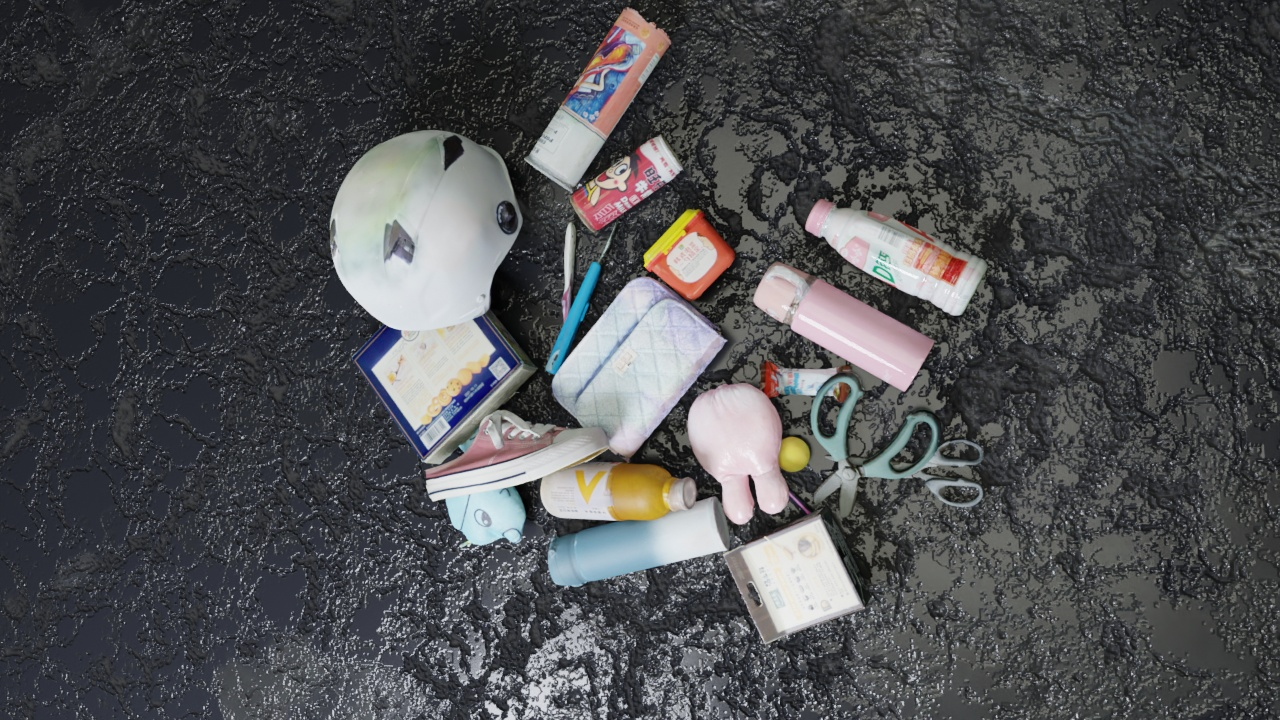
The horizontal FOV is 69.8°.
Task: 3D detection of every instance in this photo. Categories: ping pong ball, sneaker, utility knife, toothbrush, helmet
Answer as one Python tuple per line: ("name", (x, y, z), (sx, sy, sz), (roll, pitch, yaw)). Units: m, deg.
("ping pong ball", (0.174, 0.108, 1.055), (0.040, 0.040, 0.040), (0, 90, 15))
("sneaker", (-0.152, 0.099, 1.065), (0.241, 0.118, 0.088), (-16, 87, 23))
("utility knife", (-0.068, -0.078, 1.115), (0.018, 0.034, 0.204), (23, 88, 5))
("toothbrush", (-0.094, -0.077, 1.139), (0.017, 0.016, 0.187), (5, 92, 24))
("helmet", (-0.274, -0.171, 1.087), (0.229, 0.146, 0.258), (8, 78, 29))
("toothbrush", (0.198, 0.180, 1.066), (0.014, 0.017, 0.189), (-46, 76, 9))

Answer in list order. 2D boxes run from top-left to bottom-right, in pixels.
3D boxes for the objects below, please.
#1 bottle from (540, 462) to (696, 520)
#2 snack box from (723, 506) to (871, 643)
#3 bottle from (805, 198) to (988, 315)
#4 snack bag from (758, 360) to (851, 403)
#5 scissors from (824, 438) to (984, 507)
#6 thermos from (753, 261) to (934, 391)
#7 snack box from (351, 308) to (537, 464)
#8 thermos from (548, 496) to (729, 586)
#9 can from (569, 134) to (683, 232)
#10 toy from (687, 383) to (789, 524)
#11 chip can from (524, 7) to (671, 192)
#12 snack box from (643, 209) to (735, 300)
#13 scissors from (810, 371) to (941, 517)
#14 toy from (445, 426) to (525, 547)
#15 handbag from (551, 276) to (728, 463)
("bottle", (-0.026, 0.153, 1.074), (0.190, 0.068, 0.068), (-3, 89, 30))
("snack box", (0.178, 0.244, 1.042), (0.126, 0.053, 0.113), (-28, 83, 26))
("bottle", (0.278, -0.120, 1.016), (0.197, 0.068, 0.068), (29, 97, 17))
("snack bag", (0.189, 0.025, 1.059), (0.104, 0.026, 0.048), (6, 103, 15))
("scissors", (0.301, 0.130, 1.036), (0.171, 0.014, 0.150), (-37, 80, 12))
("thermos", (0.224, -0.045, 1.019), (0.198, 0.087, 0.067), (32, 76, 12))
("snack box", (-0.248, 0.004, 1.149), (0.178, 0.045, 0.182), (-43, 69, 10))
("thermos", (-0.005, 0.219, 1.093), (0.221, 0.070, 0.070), (-17, 86, 15))
("can", (-0.016, -0.212, 1.097), (0.133, 0.053, 0.053), (-33, 82, 13))
("toy", (0.113, 0.105, 1.053), (0.122, 0.054, 0.159), (-24, 75, 37))
("chip can", (-0.050, -0.309, 1.096), (0.071, 0.071, 0.215), (37, 98, 12))
("snack box", (0.059, -0.120, 1.066), (0.080, 0.082, 0.091), (45, 100, 0))
("scissors", (0.264, 0.101, 1.030), (0.176, 0.019, 0.175), (4, 100, 14))
("toy", (-0.199, 0.156, 1.150), (0.161, 0.049, 0.156), (31, 96, 17))
("handbag", (-0.006, 0.006, 1.084), (0.134, 0.075, 0.194), (40, 101, 9))
